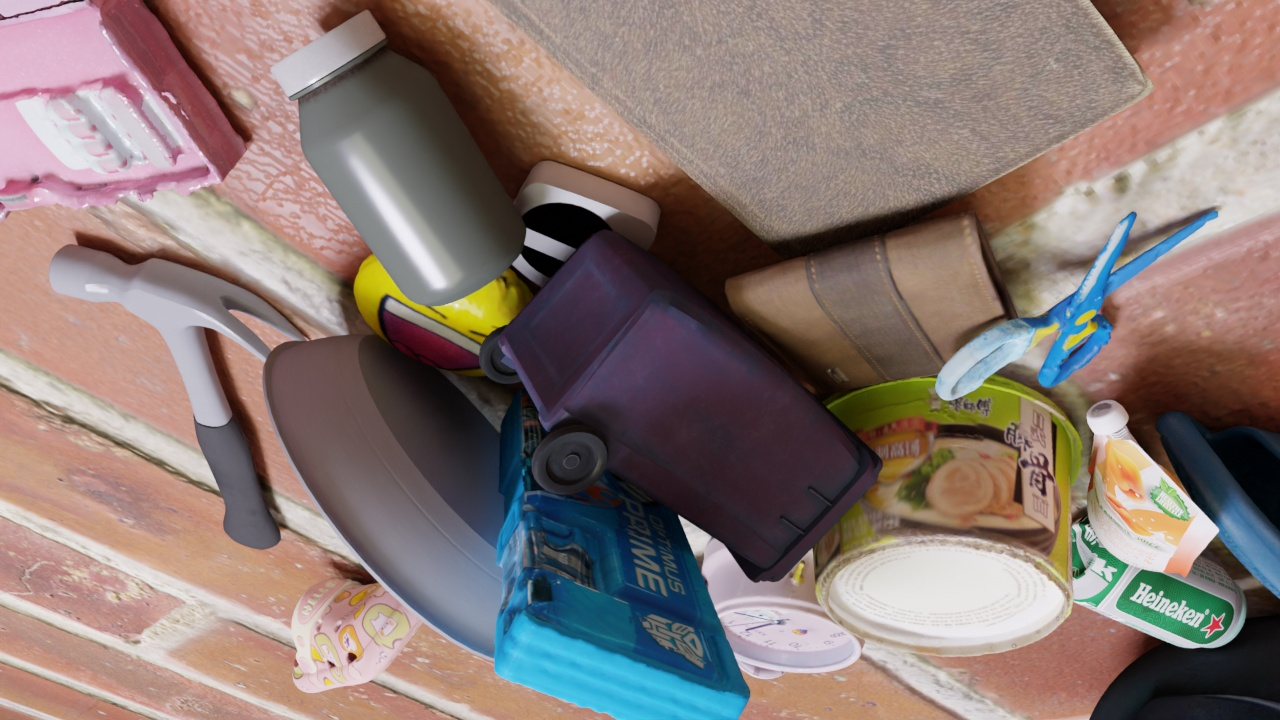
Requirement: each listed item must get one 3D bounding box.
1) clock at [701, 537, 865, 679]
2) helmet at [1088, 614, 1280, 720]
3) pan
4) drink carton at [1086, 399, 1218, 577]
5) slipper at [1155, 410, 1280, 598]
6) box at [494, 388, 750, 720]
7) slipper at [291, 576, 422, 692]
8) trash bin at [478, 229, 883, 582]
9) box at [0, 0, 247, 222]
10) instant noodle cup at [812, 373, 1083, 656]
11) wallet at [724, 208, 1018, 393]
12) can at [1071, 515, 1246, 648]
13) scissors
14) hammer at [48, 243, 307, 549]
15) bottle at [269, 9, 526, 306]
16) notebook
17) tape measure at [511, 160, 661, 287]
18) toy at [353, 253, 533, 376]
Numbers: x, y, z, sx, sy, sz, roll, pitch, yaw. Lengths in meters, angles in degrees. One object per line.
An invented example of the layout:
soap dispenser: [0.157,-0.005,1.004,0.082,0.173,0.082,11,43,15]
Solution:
clock: [0.085,0.168,0.621,0.116,0.058,0.158,34,137,-23]
helmet: [0.376,0.277,0.534,0.249,0.235,0.317,29,140,-18]
pan: [-0.078,0.091,0.534,0.051,0.200,0.356,-39,149,4]
drink carton: [0.234,0.063,0.426,0.039,0.069,0.122,-37,150,7]
slipper: [0.330,0.085,0.422,0.213,0.103,0.059,27,125,-13]
box: [0.002,0.104,0.436,0.071,0.243,0.170,-36,108,3]
slipper: [-0.242,0.213,0.755,0.081,0.093,0.198,48,134,-9]
trash bin: [0.021,0.027,0.410,0.092,0.093,0.161,-48,125,7]
box: [-0.310,-0.132,0.384,0.233,0.039,0.179,-2,143,18]
instant noodle cup: [0.150,0.082,0.469,0.146,0.097,0.146,8,141,6]
wallet: [0.104,-0.019,0.391,0.099,0.026,0.121,-14,155,25]
can: [0.285,0.125,0.519,0.101,0.053,0.053,23,140,-12]
scissors: [0.172,-0.018,0.376,0.127,0.015,0.125,-25,149,-9]
hammer: [-0.271,0.049,0.600,0.125,0.029,0.312,14,142,-1]
bottle: [-0.095,-0.078,0.366,0.060,0.060,0.108,-15,120,30]
notebook: [0.029,-0.116,0.314,0.215,0.034,0.191,36,137,-27]
tape measure: [-0.029,-0.056,0.416,0.065,0.016,0.064,22,140,-11]
toy: [-0.094,-0.024,0.453,0.095,0.041,0.094,30,143,-21]
